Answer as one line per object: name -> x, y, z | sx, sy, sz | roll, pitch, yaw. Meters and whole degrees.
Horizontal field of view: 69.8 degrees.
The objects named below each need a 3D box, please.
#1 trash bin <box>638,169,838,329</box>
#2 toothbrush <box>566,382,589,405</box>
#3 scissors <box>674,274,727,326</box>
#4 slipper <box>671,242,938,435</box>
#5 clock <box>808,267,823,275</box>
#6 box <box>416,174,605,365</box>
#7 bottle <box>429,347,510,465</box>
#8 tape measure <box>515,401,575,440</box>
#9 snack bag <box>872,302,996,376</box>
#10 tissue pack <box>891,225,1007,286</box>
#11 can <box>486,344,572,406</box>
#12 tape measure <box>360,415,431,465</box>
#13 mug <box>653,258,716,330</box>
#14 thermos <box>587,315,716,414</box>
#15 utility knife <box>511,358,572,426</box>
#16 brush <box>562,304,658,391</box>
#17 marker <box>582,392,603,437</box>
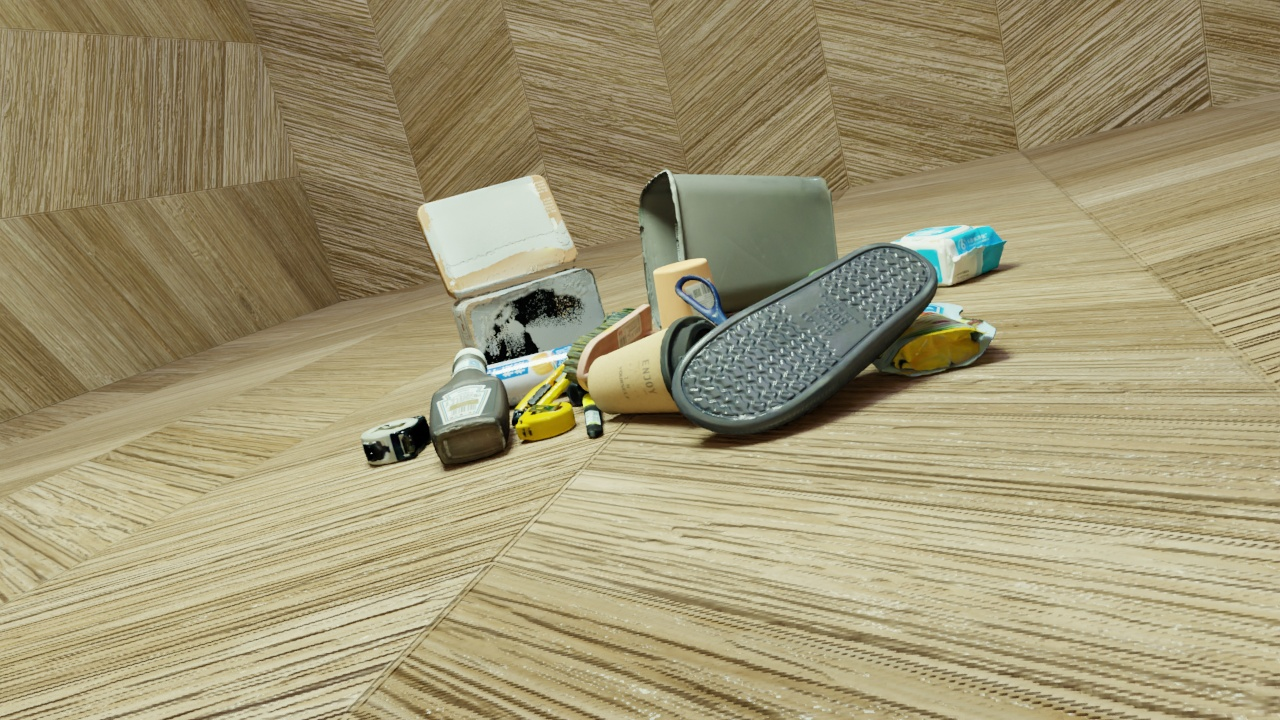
trash bin -> 0.126, -0.151, 1.216 | 0.219, 0.199, 0.199 | -7, 1, -13
toothbrush -> -0.006, 0.006, 1.069 | 0.212, 0.026, 0.027 | -26, -27, -47
scissors -> 0.082, -0.021, 0.902 | 0.176, 0.162, 0.012 | -37, -25, 24
slipper -> 0.151, -0.006, 0.805 | 0.267, 0.083, 0.110 | -33, 54, -18
clock -> 0.273, -0.092, 1.115 | 0.161, 0.056, 0.116 | -19, 14, -23
box -> -0.156, -0.095, 1.159 | 0.177, 0.272, 0.107 | -19, -1, -21
bottle -> -0.178, 0.040, 0.958 | 0.080, 0.044, 0.194 | -14, 26, -4
tape measure -> -0.095, 0.058, 0.921 | 0.057, 0.029, 0.060 | -11, 13, 11
snack bag -> 0.263, -0.027, 0.876 | 0.110, 0.039, 0.190 | -24, 10, 10
tissue pack -> 0.381, -0.135, 1.168 | 0.089, 0.063, 0.140 | -20, 13, -24
can -> -0.131, 0.021, 1.072 | 0.134, 0.053, 0.053 | -14, 12, 1
tape measure -> -0.264, 0.086, 0.980 | 0.066, 0.033, 0.065 | -12, 10, 7
mug -> 0.056, -0.043, 0.982 | 0.078, 0.123, 0.078 | -13, 13, 3
thermos -> 0.018, 0.012, 0.871 | 0.144, 0.093, 0.092 | -13, 9, 44
utility knife -> -0.090, 0.019, 1.011 | 0.033, 0.015, 0.154 | 14, 48, 36
brush -> -0.023, -0.009, 0.993 | 0.073, 0.063, 0.145 | 11, 26, 27
marker -> -0.047, 0.055, 0.918 | 0.018, 0.015, 0.124 | -10, 15, -3
